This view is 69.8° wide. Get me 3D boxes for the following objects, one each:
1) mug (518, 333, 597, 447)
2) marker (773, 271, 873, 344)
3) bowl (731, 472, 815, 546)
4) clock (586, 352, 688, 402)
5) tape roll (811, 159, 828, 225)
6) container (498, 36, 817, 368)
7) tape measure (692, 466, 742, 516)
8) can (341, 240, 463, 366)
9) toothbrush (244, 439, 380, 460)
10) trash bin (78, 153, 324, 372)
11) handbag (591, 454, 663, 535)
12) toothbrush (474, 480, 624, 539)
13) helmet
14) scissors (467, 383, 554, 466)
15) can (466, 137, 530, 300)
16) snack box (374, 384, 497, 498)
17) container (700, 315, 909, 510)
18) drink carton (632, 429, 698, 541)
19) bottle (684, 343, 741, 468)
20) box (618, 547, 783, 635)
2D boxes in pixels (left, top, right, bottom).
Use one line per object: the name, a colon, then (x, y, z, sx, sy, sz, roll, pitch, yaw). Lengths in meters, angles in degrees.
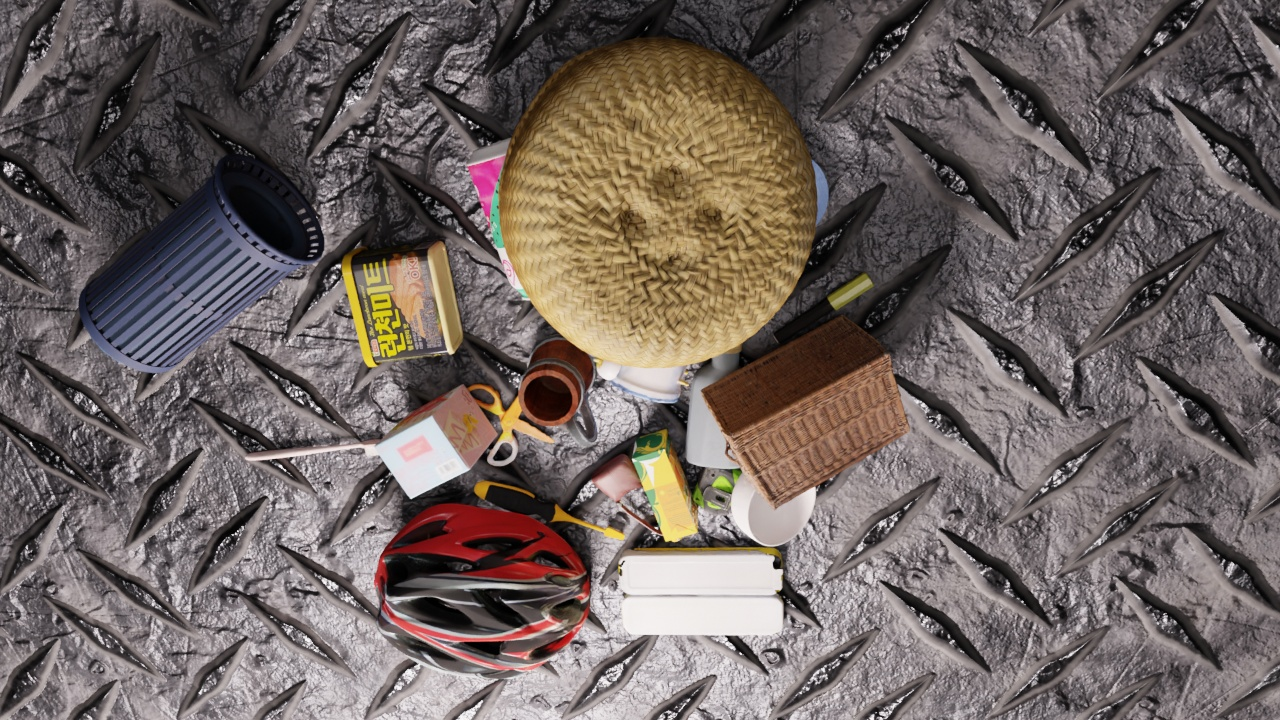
mug: (-0.085, 0.037, 1.043, 0.081, 0.111, 0.117, -32, 104, 14)
marker: (0.205, -0.058, 1.033, 0.124, 0.021, 0.017, -34, 103, 19)
bowl: (0.151, 0.162, 1.084, 0.104, 0.054, 0.105, -10, 109, -30)
clock: (-0.006, 0.006, 1.038, 0.125, 0.088, 0.052, 18, 104, -3)
tape roll: (0.157, -0.180, 0.995, 0.091, 0.016, 0.093, 28, 109, -5)
container: (0.011, -0.140, 0.873, 0.307, 0.196, 0.307, -2, 105, -8)
tape measure: (0.096, 0.156, 1.108, 0.058, 0.035, 0.066, 15, 109, -2)
can: (-0.267, -0.066, 1.045, 0.101, 0.072, 0.131, -7, 109, 4)
toothbrush: (-0.410, 0.116, 1.150, 0.181, 0.015, 0.018, -5, 114, 6)
trash bin: (-0.492, -0.098, 1.019, 0.250, 0.139, 0.139, -33, 103, 16)
handbag: (-0.004, 0.172, 1.132, 0.055, 0.029, 0.119, -34, 109, 17)
toothbrush: (-0.113, 0.189, 1.143, 0.196, 0.031, 0.031, 20, 99, -5)
helmet: (-0.191, 0.294, 1.130, 0.272, 0.166, 0.218, 15, 118, -14)
scissors: (-0.162, 0.074, 1.116, 0.125, 0.011, 0.129, 27, 111, -3)
can: (-0.120, -0.156, 0.990, 0.088, 0.088, 0.166, -15, 107, 10)
snack box: (-0.239, 0.093, 1.079, 0.093, 0.094, 0.079, -27, 103, 22)
container: (0.180, 0.055, 0.997, 0.198, 0.113, 0.113, -29, 117, -1)
drink carton: (0.032, 0.152, 1.101, 0.041, 0.058, 0.122, -18, 107, 11)
bottle: (0.094, 0.043, 1.064, 0.072, 0.046, 0.161, 5, 110, 3)
box: (0.077, 0.297, 1.169, 0.209, 0.023, 0.127, -2, 108, 4)
